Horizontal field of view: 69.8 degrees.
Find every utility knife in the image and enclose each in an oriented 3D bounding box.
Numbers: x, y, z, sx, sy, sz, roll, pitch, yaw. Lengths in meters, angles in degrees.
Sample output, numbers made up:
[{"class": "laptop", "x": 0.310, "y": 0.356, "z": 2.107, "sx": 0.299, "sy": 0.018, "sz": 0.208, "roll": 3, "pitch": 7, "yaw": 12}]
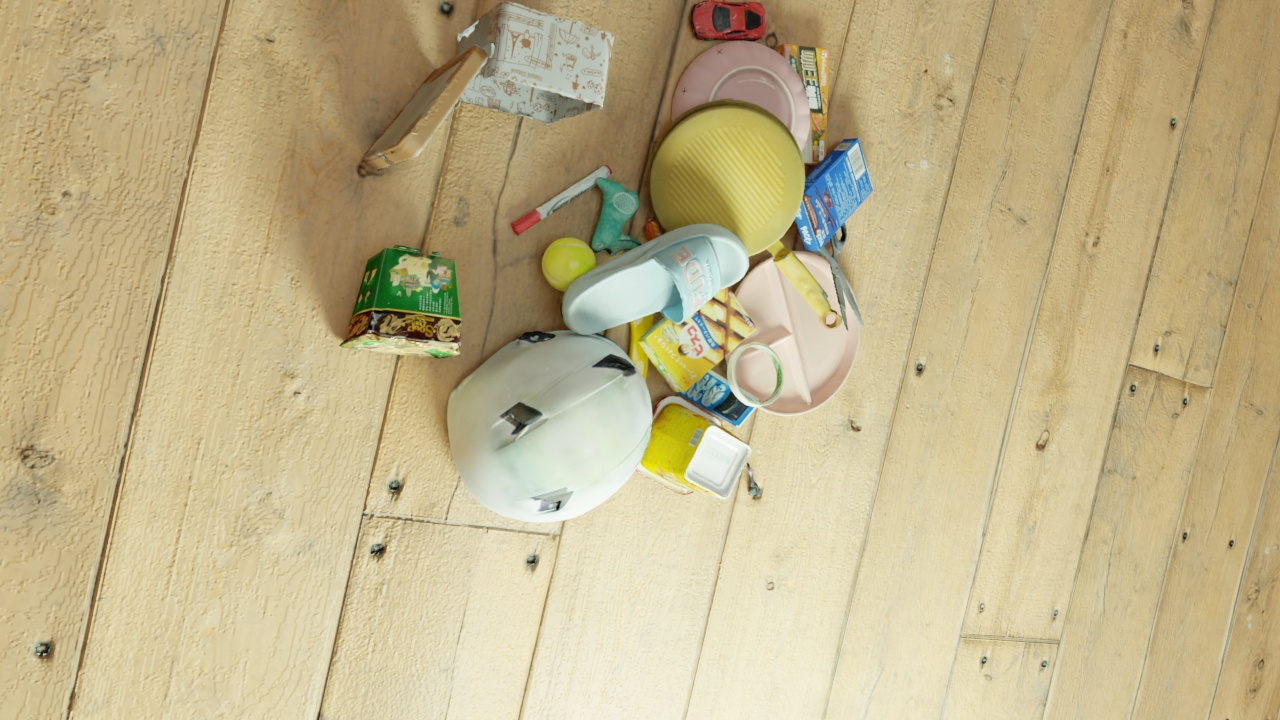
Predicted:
[{"class": "utility knife", "x": -0.007, "y": 0.007, "z": 1.187, "sx": 0.033, "sy": 0.015, "sz": 0.223, "roll": 5, "pitch": 96, "yaw": -19}]

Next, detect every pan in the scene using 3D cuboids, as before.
[{"class": "pan", "x": 0.157, "y": -0.168, "z": 1.179, "sx": 0.198, "sy": 0.078, "sz": 0.357, "roll": -36, "pitch": 104, "yaw": 15}]

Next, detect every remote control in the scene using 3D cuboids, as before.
[{"class": "remote control", "x": 0.099, "y": 0.043, "z": 1.227, "sx": 0.125, "sy": 0.024, "sz": 0.049, "roll": 31, "pitch": 112, "yaw": -19}]

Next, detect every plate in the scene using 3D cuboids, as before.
[{"class": "plate", "x": 0.209, "y": -0.038, "z": 1.280, "sx": 0.229, "sy": 0.028, "sz": 0.229, "roll": -3, "pitch": 98, "yaw": -25}, {"class": "plate", "x": 0.136, "y": -0.314, "z": 1.179, "sx": 0.192, "sy": 0.039, "sz": 0.192, "roll": -2, "pitch": 99, "yaw": -16}]

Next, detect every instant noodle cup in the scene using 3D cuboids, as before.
[{"class": "instant noodle cup", "x": 0.070, "y": 0.118, "z": 1.180, "sx": 0.116, "sy": 0.124, "sz": 0.116, "roll": 31, "pitch": 83, "yaw": -26}]

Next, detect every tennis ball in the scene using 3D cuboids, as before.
[{"class": "tennis ball", "x": -0.086, "y": -0.115, "z": 1.103, "sx": 0.065, "sy": 0.065, "sz": 0.065, "roll": -4, "pitch": 99, "yaw": -26}]

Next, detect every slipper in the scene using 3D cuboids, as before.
[{"class": "slipper", "x": 0.024, "y": -0.088, "z": 1.098, "sx": 0.245, "sy": 0.074, "sz": 0.104, "roll": -22, "pitch": 138, "yaw": -14}]

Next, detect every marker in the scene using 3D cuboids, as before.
[{"class": "marker", "x": -0.094, "y": -0.196, "z": 1.114, "sx": 0.145, "sy": 0.017, "sz": 0.017, "roll": -36, "pitch": 111, "yaw": -17}]

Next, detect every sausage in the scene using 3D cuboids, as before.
[{"class": "sausage", "x": 0.032, "y": -0.105, "z": 1.187, "sx": 0.021, "sy": 0.021, "sz": 0.165, "roll": -21, "pitch": 106, "yaw": -22}]

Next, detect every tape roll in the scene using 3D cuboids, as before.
[{"class": "tape roll", "x": 0.155, "y": 0.019, "z": 1.225, "sx": 0.085, "sy": 0.014, "sz": 0.085, "roll": 6, "pitch": 78, "yaw": -28}]

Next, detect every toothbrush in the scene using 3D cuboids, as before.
[{"class": "toothbrush", "x": 0.146, "y": 0.159, "z": 1.216, "sx": 0.017, "sy": 0.189, "sz": 0.014, "roll": -16, "pitch": 70, "yaw": 5}]

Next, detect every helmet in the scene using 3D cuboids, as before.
[{"class": "helmet", "x": -0.088, "y": 0.081, "z": 1.079, "sx": 0.258, "sy": 0.146, "sz": 0.229, "roll": -23, "pitch": 107, "yaw": -18}]

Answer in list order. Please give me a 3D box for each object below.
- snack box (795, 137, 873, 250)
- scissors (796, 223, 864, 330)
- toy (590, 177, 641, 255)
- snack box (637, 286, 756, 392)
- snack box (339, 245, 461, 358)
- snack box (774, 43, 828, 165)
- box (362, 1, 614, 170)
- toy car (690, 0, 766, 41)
[{"class": "snack box", "x": 0.260, "y": -0.227, "z": 1.249, "sx": 0.156, "sy": 0.026, "sz": 0.084, "roll": -45, "pitch": 125, "yaw": -31}, {"class": "scissors", "x": 0.266, "y": -0.131, "z": 1.271, "sx": 0.164, "sy": 0.014, "sz": 0.163, "roll": 32, "pitch": 63, "yaw": -21}, {"class": "toy", "x": -0.029, "y": -0.172, "z": 1.145, "sx": 0.096, "sy": 0.030, "sz": 0.092, "roll": 19, "pitch": 94, "yaw": -34}, {"class": "snack box", "x": 0.074, "y": -0.034, "z": 1.178, "sx": 0.140, "sy": 0.034, "sz": 0.087, "roll": -40, "pitch": 102, "yaw": -19}, {"class": "snack box", "x": -0.257, "y": -0.062, "z": 1.011, "sx": 0.118, "sy": 0.118, "sz": 0.105, "roll": 9, "pitch": 81, "yaw": -30}, {"class": "snack box", "x": 0.216, "y": -0.343, "z": 1.239, "sx": 0.075, "sy": 0.026, "sz": 0.154, "roll": -4, "pitch": 99, "yaw": -26}, {"class": "box", "x": -0.169, "y": -0.291, "z": 0.974, "sx": 0.269, "sy": 0.180, "sz": 0.136, "roll": -27, "pitch": 108, "yaw": -22}, {"class": "toy car", "x": 0.114, "y": -0.435, "z": 1.175, "sx": 0.106, "sy": 0.031, "sz": 0.049, "roll": -7, "pitch": 99, "yaw": -23}]
